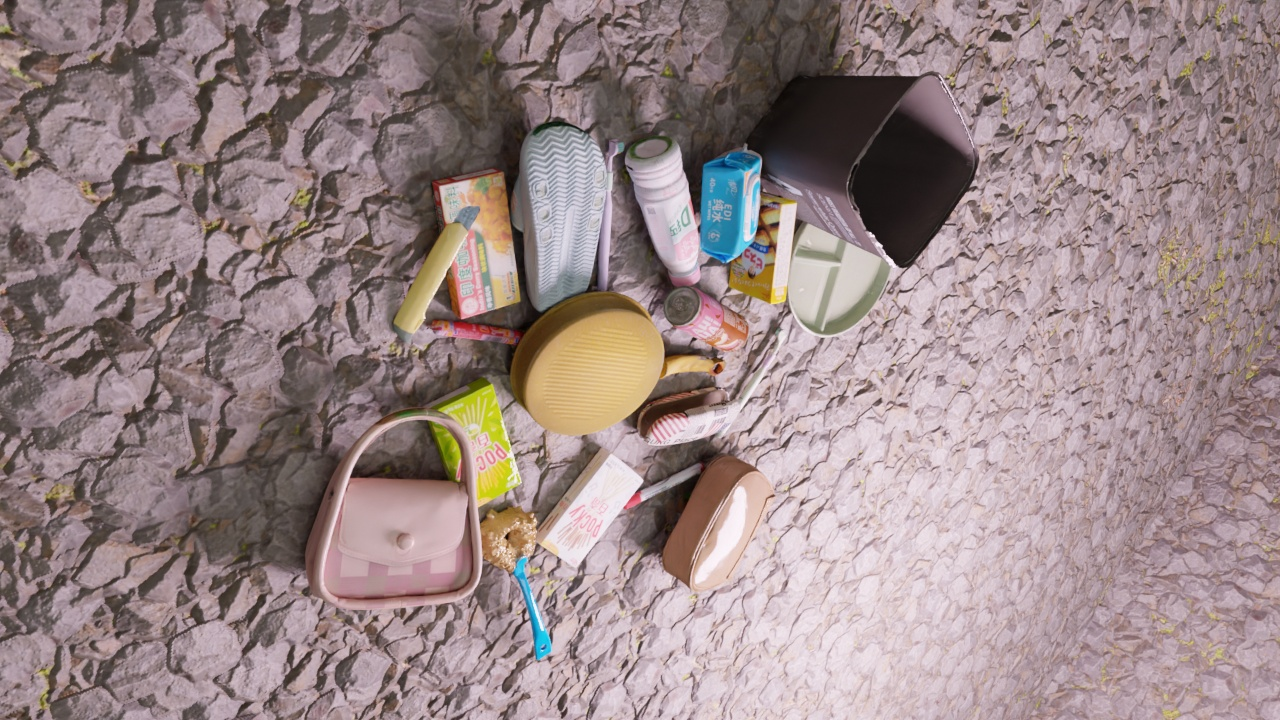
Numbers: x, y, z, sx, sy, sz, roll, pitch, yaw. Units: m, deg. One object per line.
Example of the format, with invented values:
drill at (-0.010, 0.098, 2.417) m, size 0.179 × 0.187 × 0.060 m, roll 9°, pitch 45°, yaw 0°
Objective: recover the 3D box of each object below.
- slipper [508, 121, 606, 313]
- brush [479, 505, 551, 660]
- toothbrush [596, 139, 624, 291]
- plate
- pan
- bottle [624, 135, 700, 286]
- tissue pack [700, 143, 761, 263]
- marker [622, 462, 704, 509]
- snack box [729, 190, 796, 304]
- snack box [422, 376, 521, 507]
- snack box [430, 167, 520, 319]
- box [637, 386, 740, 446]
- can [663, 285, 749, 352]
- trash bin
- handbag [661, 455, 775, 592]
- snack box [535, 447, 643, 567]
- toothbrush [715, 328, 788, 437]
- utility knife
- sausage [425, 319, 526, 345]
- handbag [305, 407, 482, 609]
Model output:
slipper at (-0.100, -0.163, 1.049) m, size 0.103 × 0.074 × 0.246 m, roll -23°, pitch 139°, yaw -29°
brush at (-0.156, 0.301, 1.227) m, size 0.083 × 0.046 × 0.255 m, roll -27°, pitch 119°, yaw -30°
toothbrush at (-0.039, -0.174, 1.123) m, size 0.021 × 0.029 × 0.189 m, roll 8°, pitch 112°, yaw 2°
plate at (0.301, -0.147, 1.390) m, size 0.229 × 0.027 × 0.230 m, roll -16°, pitch 120°, yaw -31°
pan at (-0.007, 0.007, 1.202) m, size 0.356 × 0.078 × 0.198 m, roll 8°, pitch 120°, yaw -36°
bottle at (0.035, -0.180, 1.147) m, size 0.068 × 0.068 × 0.197 m, roll -35°, pitch 132°, yaw -20°
tissue pack at (0.118, -0.203, 1.177) m, size 0.089 × 0.063 × 0.140 m, roll -45°, pitch 141°, yaw -59°
marker at (0.034, 0.183, 1.345) m, size 0.145 × 0.017 × 0.017 m, roll -22°, pitch 122°, yaw -29°
snack box at (0.164, -0.155, 1.241) m, size 0.033 × 0.087 × 0.141 m, roll -15°, pitch 119°, yaw -33°
snack box at (-0.203, 0.105, 1.120) m, size 0.085 × 0.026 × 0.156 m, roll -27°, pitch 125°, yaw -25°
snack box at (-0.182, -0.130, 1.026) m, size 0.076 × 0.027 × 0.156 m, roll -20°, pitch 121°, yaw -28°
box at (0.075, 0.089, 1.294) m, size 0.163 × 0.076 × 0.075 m, roll -10°, pitch 122°, yaw -37°
can at (0.091, -0.054, 1.231) m, size 0.147 × 0.058 × 0.058 m, roll 23°, pitch 95°, yaw -55°
trash bin at (0.275, -0.259, 1.190) m, size 0.198 × 0.220 × 0.199 m, roll -53°, pitch 132°, yaw -6°
handbag at (0.116, 0.244, 1.386) m, size 0.147 × 0.100 × 0.204 m, roll 26°, pitch 93°, yaw -49°
snack box at (-0.071, 0.203, 1.267) m, size 0.156 × 0.027 × 0.084 m, roll -52°, pitch 132°, yaw -7°
toothbrush at (0.165, 0.035, 1.377) m, size 0.189 × 0.020 × 0.029 m, roll -58°, pitch 164°, yaw 1°
utility knife at (-0.223, -0.095, 0.996) m, size 0.031 × 0.019 × 0.177 m, roll 27°, pitch 112°, yaw -22°
sausage at (-0.180, -0.032, 1.078) m, size 0.155 × 0.020 × 0.020 m, roll 7°, pitch 105°, yaw -39°
handbag at (-0.269, 0.163, 1.047) m, size 0.193 × 0.093 × 0.234 m, roll 6°, pitch 103°, yaw -32°
